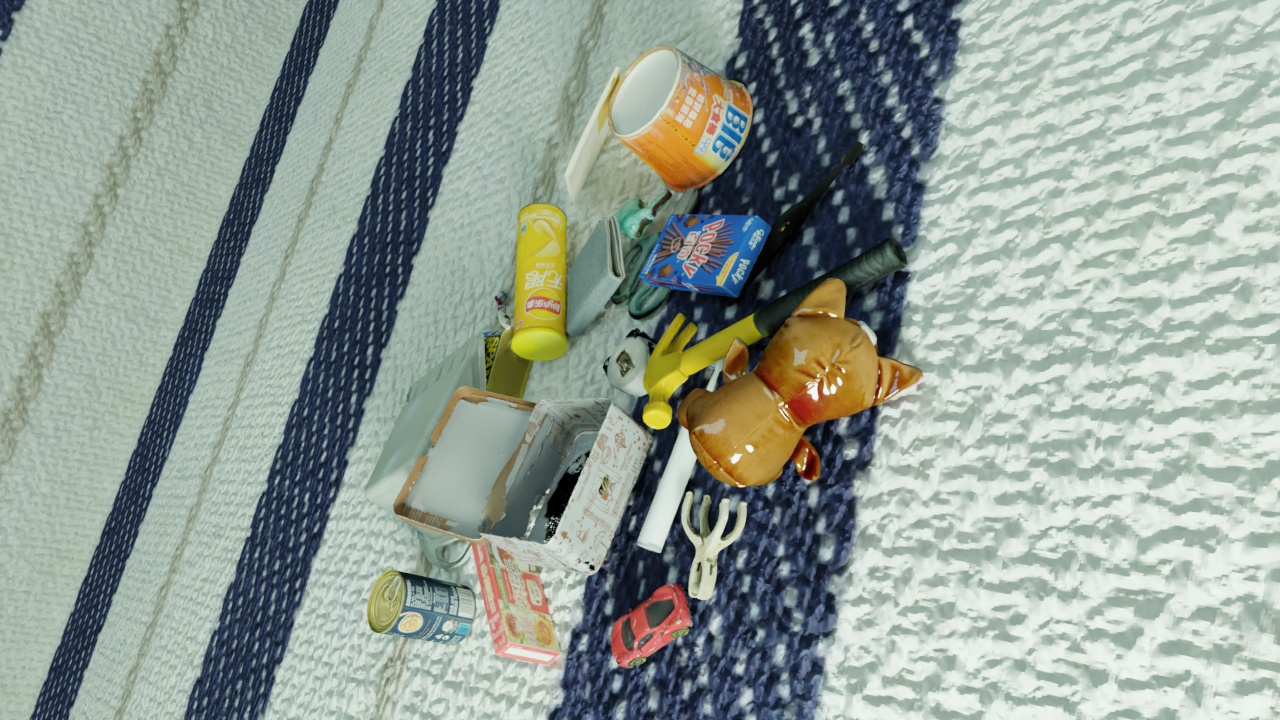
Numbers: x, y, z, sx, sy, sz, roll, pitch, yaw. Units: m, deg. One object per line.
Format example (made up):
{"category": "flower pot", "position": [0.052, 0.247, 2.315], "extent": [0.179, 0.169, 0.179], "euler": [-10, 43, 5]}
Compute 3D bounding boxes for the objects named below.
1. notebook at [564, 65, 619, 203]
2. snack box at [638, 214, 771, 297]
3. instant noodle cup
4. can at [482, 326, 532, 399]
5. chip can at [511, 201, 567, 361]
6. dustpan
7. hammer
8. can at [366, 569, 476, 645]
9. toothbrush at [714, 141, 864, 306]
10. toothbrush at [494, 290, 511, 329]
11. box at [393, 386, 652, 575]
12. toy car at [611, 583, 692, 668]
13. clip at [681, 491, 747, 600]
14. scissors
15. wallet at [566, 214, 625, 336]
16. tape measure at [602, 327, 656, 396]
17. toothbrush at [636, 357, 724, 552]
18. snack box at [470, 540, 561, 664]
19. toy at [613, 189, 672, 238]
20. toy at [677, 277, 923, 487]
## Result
{"category": "notebook", "position": [-0.061, -0.283, 1.182], "extent": [0.206, 0.010, 0.146], "euler": [-164, 100, -88]}
{"category": "snack box", "position": [0.066, -0.116, 0.992], "extent": [0.157, 0.026, 0.084], "euler": [14, 75, 56]}
{"category": "instant noodle cup", "position": [0.040, -0.291, 1.085], "extent": [0.152, 0.111, 0.151], "euler": [-26, 52, 39]}
{"category": "can", "position": [-0.194, 0.009, 1.236], "extent": [0.083, 0.057, 0.102], "euler": [-3, 68, 50]}
{"category": "chip can", "position": [-0.131, -0.107, 1.214], "extent": [0.072, 0.072, 0.213], "euler": [-28, 50, 37]}
{"category": "dustpan", "position": [-0.256, 0.133, 1.228], "extent": [0.223, 0.142, 0.257], "euler": [-30, 31, 46]}
{"category": "hammer", "position": [0.121, -0.038, 0.906], "extent": [0.302, 0.033, 0.128], "euler": [-28, 37, 32]}
{"category": "can", "position": [-0.264, 0.302, 1.116], "extent": [0.075, 0.111, 0.075], "euler": [-23, 55, 37]}
{"category": "toothbrush", "position": [0.153, -0.141, 0.947], "extent": [0.213, 0.026, 0.027], "euler": [-49, -1, 18]}
{"category": "toothbrush", "position": [-0.186, -0.070, 1.255], "extent": [0.017, 0.016, 0.187], "euler": [-48, 19, 4]}
{"category": "box", "position": [-0.136, 0.125, 1.026], "extent": [0.261, 0.103, 0.178], "euler": [-2, 54, 42]}
{"category": "toy car", "position": [0.006, 0.260, 0.896], "extent": [0.106, 0.031, 0.049], "euler": [-43, 42, 28]}
{"category": "clip", "position": [0.060, 0.168, 0.882], "extent": [0.096, 0.035, 0.101], "euler": [41, 110, 46]}
{"category": "scissors", "position": [0.031, -0.121, 1.079], "extent": [0.186, 0.019, 0.129], "euler": [-48, 42, 22]}
{"category": "wallet", "position": [-0.055, -0.105, 1.139], "extent": [0.130, 0.037, 0.106], "euler": [131, 144, -49]}
{"category": "tape measure", "position": [-0.006, 0.006, 1.042], "extent": [0.066, 0.033, 0.066], "euler": [-52, 40, 18]}
{"category": "toothbrush", "position": [0.048, 0.088, 0.938], "extent": [0.026, 0.026, 0.220], "euler": [10, 72, 43]}
{"category": "snack box", "position": [-0.141, 0.263, 1.024], "extent": [0.025, 0.075, 0.152], "euler": [-46, 42, 20]}
{"category": "toy", "position": [-0.003, -0.177, 1.132], "extent": [0.096, 0.030, 0.092], "euler": [-45, 28, 4]}
{"category": "toy", "position": [0.136, 0.029, 0.819], "extent": [0.200, 0.140, 0.130], "euler": [-44, 1, 21]}
